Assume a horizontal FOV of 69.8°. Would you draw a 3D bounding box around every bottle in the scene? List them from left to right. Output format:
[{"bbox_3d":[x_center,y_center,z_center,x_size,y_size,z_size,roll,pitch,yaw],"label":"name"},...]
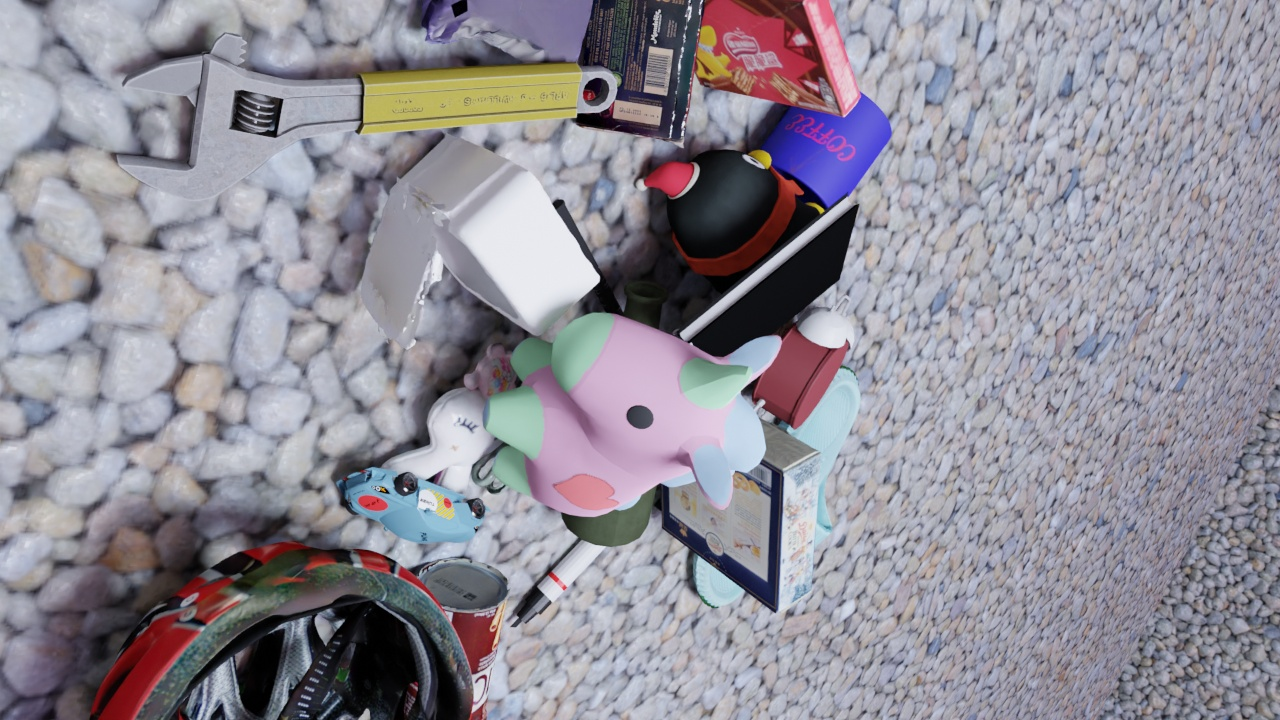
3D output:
[{"bbox_3d":[-0.013,0.041,0.691,0.071,0.071,0.207,-13,125,-38],"label":"bottle"}]

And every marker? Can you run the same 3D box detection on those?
[{"bbox_3d":[-0.055,0.171,0.774,0.145,0.019,0.019,-45,135,-15],"label":"marker"}]

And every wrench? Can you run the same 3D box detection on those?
[{"bbox_3d":[-0.135,-0.137,0.501,0.272,0.018,0.084,-12,130,-27],"label":"wrench"}]

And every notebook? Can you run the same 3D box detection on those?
[{"bbox_3d":[0.096,-0.043,0.698,0.149,0.016,0.206,-39,168,1],"label":"notebook"}]

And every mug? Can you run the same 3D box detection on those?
[{"bbox_3d":[0.144,-0.161,0.742,0.083,0.079,0.111,-54,165,-6],"label":"mug"}]

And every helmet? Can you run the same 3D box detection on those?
[{"bbox_3d":[-0.216,0.222,0.549,0.217,0.167,0.272,-8,117,-40],"label":"helmet"}]

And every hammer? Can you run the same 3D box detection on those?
[{"bbox_3d":[-0.004,0.004,0.735,0.095,0.015,0.325,-43,134,-15],"label":"hammer"}]

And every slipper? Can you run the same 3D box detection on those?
[{"bbox_3d":[0.147,0.130,0.903,0.116,0.069,0.276,38,84,-43],"label":"slipper"}]

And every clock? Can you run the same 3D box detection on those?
[{"bbox_3d":[0.149,0.002,0.823,0.138,0.048,0.096,-61,162,8],"label":"clock"}]

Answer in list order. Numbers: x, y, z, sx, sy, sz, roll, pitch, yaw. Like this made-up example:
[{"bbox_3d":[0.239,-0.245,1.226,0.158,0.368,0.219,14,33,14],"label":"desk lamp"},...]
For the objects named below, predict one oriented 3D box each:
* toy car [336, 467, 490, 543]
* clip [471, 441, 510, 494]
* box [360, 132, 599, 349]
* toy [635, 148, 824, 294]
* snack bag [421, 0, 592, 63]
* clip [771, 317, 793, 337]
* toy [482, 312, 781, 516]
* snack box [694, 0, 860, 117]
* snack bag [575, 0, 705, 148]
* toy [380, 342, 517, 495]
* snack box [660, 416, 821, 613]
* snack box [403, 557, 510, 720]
[{"bbox_3d":[-0.153,0.104,0.620,0.107,0.060,0.027,33,44,-46],"label":"toy car"},{"bbox_3d":[-0.095,0.064,0.679,0.076,0.023,0.047,-55,135,-8],"label":"clip"},{"bbox_3d":[-0.114,-0.051,0.539,0.130,0.110,0.103,-48,136,-13],"label":"box"},{"bbox_3d":[0.066,-0.110,0.679,0.099,0.097,0.119,-52,133,-2],"label":"toy"},{"bbox_3d":[-0.053,-0.268,0.511,0.096,0.058,0.205,3,109,-44],"label":"snack bag"},{"bbox_3d":[0.120,-0.035,0.816,0.025,0.047,0.062,17,127,-45],"label":"clip"},{"bbox_3d":[-0.010,0.048,0.583,0.223,0.171,0.119,96,15,-56],"label":"toy"},{"bbox_3d":[0.076,-0.211,0.604,0.021,0.133,0.089,-49,135,-13],"label":"snack box"},{"bbox_3d":[0.003,-0.220,0.584,0.018,0.074,0.155,-66,166,-68],"label":"snack bag"},{"bbox_3d":[-0.120,0.046,0.633,0.125,0.037,0.076,-54,144,4],"label":"toy"},{"bbox_3d":[0.076,0.108,0.746,0.042,0.144,0.145,-25,127,-32],"label":"snack box"},{"bbox_3d":[-0.141,0.217,0.684,0.072,0.072,0.121,-3,113,-42],"label":"snack box"}]
